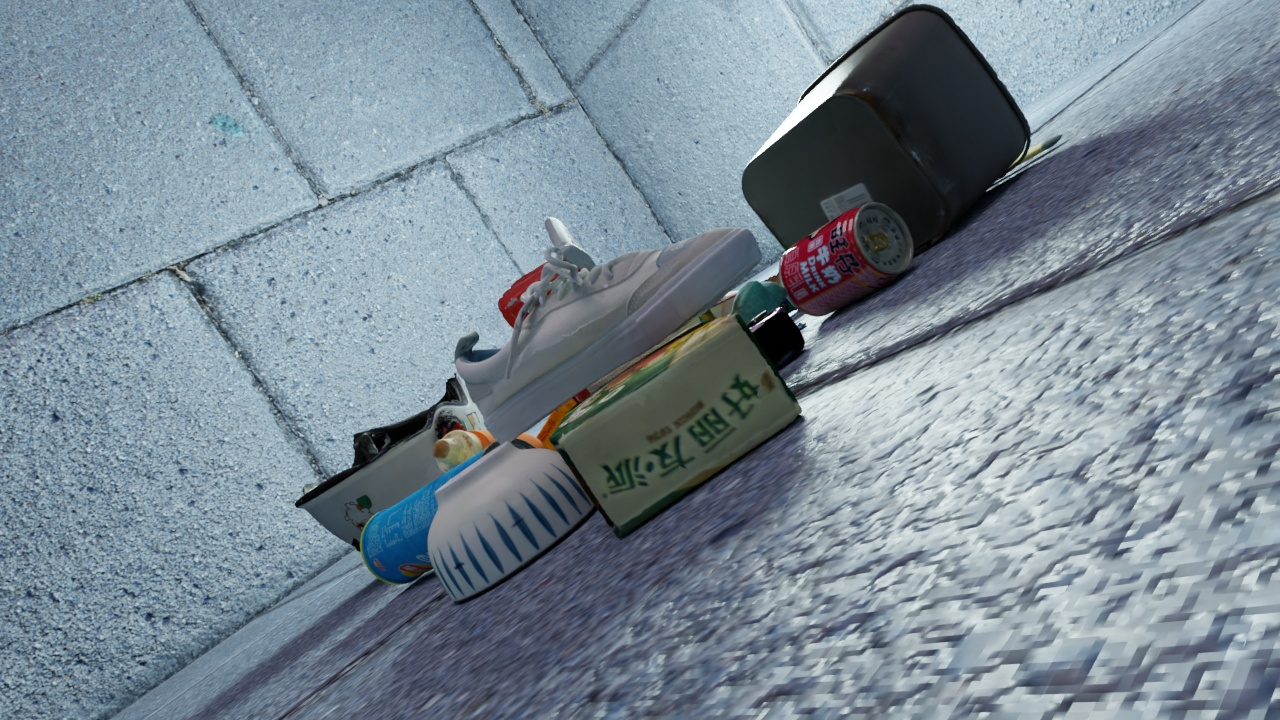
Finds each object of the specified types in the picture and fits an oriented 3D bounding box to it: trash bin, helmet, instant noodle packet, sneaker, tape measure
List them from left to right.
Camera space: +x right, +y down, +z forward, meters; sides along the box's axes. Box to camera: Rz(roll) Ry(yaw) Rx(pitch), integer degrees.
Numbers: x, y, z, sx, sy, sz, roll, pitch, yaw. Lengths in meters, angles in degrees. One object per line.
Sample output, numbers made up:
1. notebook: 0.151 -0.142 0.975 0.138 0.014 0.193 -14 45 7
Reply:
1. helmet: -0.283 0.150 1.141 0.230 0.157 0.273 -31 13 16
2. instant noodle packet: -0.064 0.062 0.959 0.110 0.044 0.129 -34 -19 -45
3. sneaker: -0.032 -0.035 0.610 0.243 0.091 0.089 -33 2 29
4. tape measure: 0.090 -0.013 0.678 0.056 0.039 0.058 -35 2 -36
5. tape measure: 0.171 -0.069 0.991 0.054 0.025 0.058 -32 3 2
6. trash bin: 0.227 -0.190 0.871 0.200 0.198 0.219 -34 8 43

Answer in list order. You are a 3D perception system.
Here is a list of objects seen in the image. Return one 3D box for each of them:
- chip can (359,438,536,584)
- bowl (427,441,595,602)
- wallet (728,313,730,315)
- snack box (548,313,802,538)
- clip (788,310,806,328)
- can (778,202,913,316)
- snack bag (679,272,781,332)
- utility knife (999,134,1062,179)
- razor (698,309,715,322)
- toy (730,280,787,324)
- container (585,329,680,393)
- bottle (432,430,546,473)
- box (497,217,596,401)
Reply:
1. chip can: -0.160 0.132 0.778 0.211 0.071 0.071 -31 3 42
2. bowl: -0.090 0.095 0.594 0.116 0.066 0.116 -34 2 1
3. wallet: 0.082 -0.015 0.876 0.106 0.037 0.129 -33 -9 3
4. snack box: 0.014 0.029 0.559 0.114 0.063 0.240 -34 2 -2
5. clip: 0.119 -0.024 0.819 0.058 0.037 0.026 -34 4 4
6. can: 0.165 -0.081 0.740 0.066 0.066 0.094 -35 3 -34
7. snack bag: 0.065 -0.047 1.031 0.207 0.073 0.129 -23 -3 -19
8. utility knife: 0.357 -0.189 0.971 0.183 0.019 0.030 -23 5 45
9. razor: 0.044 -0.031 0.719 0.028 0.043 0.132 -14 -21 12
10. toy: 0.078 -0.022 0.725 0.096 0.030 0.092 2 -65 -55
11. container: -0.005 0.004 0.759 0.090 0.111 0.090 -34 2 -8
12. bottle: -0.141 0.092 0.847 0.067 0.066 0.149 -33 -24 15
13. box: -0.050 -0.029 0.867 0.094 0.201 0.100 -35 37 6
